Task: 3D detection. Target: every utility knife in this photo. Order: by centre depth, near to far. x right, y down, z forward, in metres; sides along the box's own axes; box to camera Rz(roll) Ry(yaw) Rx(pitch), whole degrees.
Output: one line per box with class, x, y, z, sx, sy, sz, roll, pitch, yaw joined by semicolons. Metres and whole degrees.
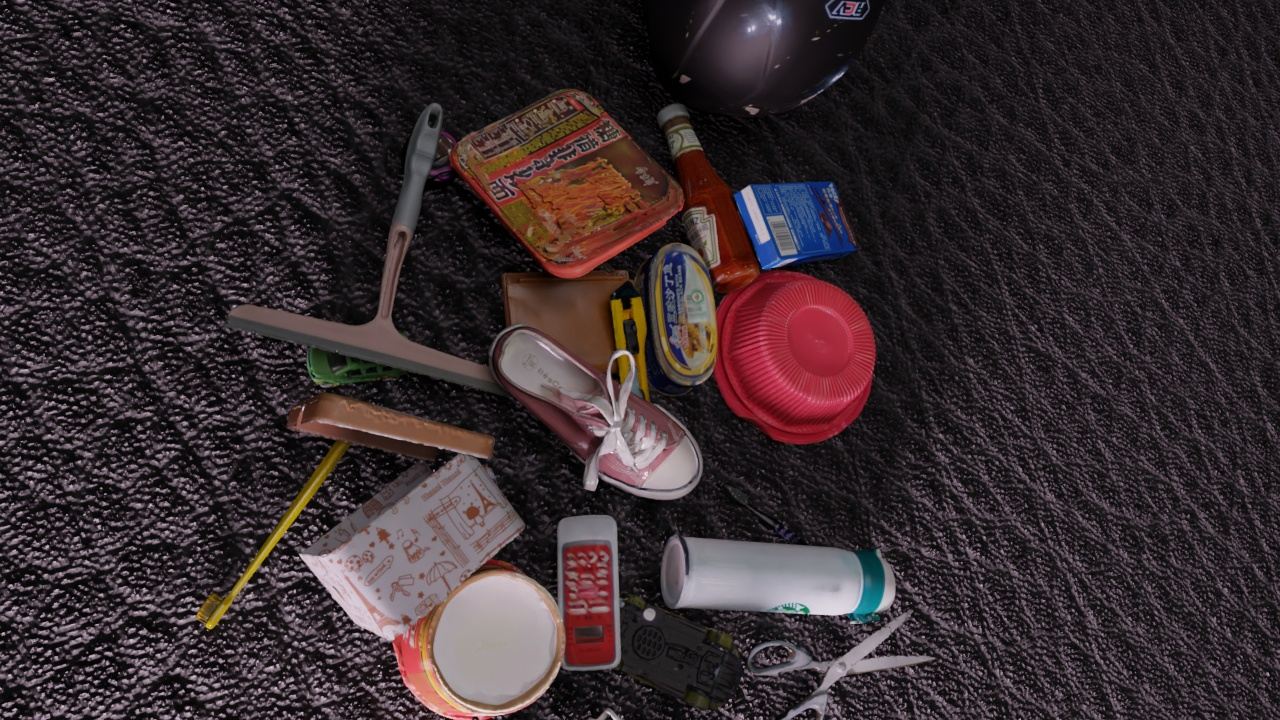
utility knife;-0.005;0.005;0.884;0.033;0.015;0.165;-10;100;-19

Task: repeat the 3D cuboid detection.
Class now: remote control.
remote control;-0.047;0.206;0.821;0.056;0.020;0.135;-4;68;4

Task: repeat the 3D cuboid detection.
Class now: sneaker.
sneaker;-0.035;0.343;0.776;0.242;0.090;0.090;-11;75;-16
sneaker;-0.031;0.054;0.824;0.241;0.088;0.118;39;85;-20

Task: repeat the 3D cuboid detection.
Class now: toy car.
toy car;-0.248;-0.003;0.814;0.091;0.036;0.043;-8;80;-18
toy car;0.018;0.261;0.834;0.158;0.042;0.070;26;70;0

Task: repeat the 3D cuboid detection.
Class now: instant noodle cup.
instant noodle cup;-0.125;0.230;0.755;0.137;0.109;0.137;5;74;-19
instant noodle cup;-0.069;-0.160;0.878;0.164;0.079;0.189;-33;69;-24
instant noodle cup;0.171;-0.012;0.951;0.193;0.066;0.193;5;75;-18

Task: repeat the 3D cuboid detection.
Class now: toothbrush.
toothbrush;-0.302;0.137;0.767;0.016;0.016;0.189;33;67;-2
toothbrush;0.153;0.179;0.921;0.189;0.017;0.014;38;73;-9

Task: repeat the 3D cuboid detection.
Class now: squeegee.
squeegee;-0.211;-0.113;0.819;0.247;0.040;0.249;17;75;-29

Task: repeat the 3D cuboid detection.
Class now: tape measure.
tape measure;-0.199;-0.194;0.878;0.057;0.039;0.057;47;66;-3

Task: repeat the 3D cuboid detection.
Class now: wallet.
wallet;-0.066;-0.043;0.889;0.130;0.035;0.119;-3;78;-22

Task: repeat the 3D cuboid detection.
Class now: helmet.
helmet;0.125;-0.362;0.920;0.233;0.275;0.230;-6;106;-34

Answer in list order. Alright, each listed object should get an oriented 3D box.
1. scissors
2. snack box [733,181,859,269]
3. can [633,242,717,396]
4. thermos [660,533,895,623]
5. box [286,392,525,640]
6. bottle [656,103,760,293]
scissors;0.183;0.294;0.869;0.175;0.014;0.159;20;87;6
snack box;0.169;-0.146;0.977;0.156;0.026;0.084;-13;80;-45
can;0.035;-0.041;0.917;0.074;0.049;0.148;0;76;-19
thermos;0.135;0.210;0.874;0.224;0.073;0.073;7;74;-17
box;-0.204;0.092;0.713;0.153;0.183;0.181;-42;100;-27
bottle;0.065;-0.172;0.959;0.059;0.060;0.206;-14;76;-23
